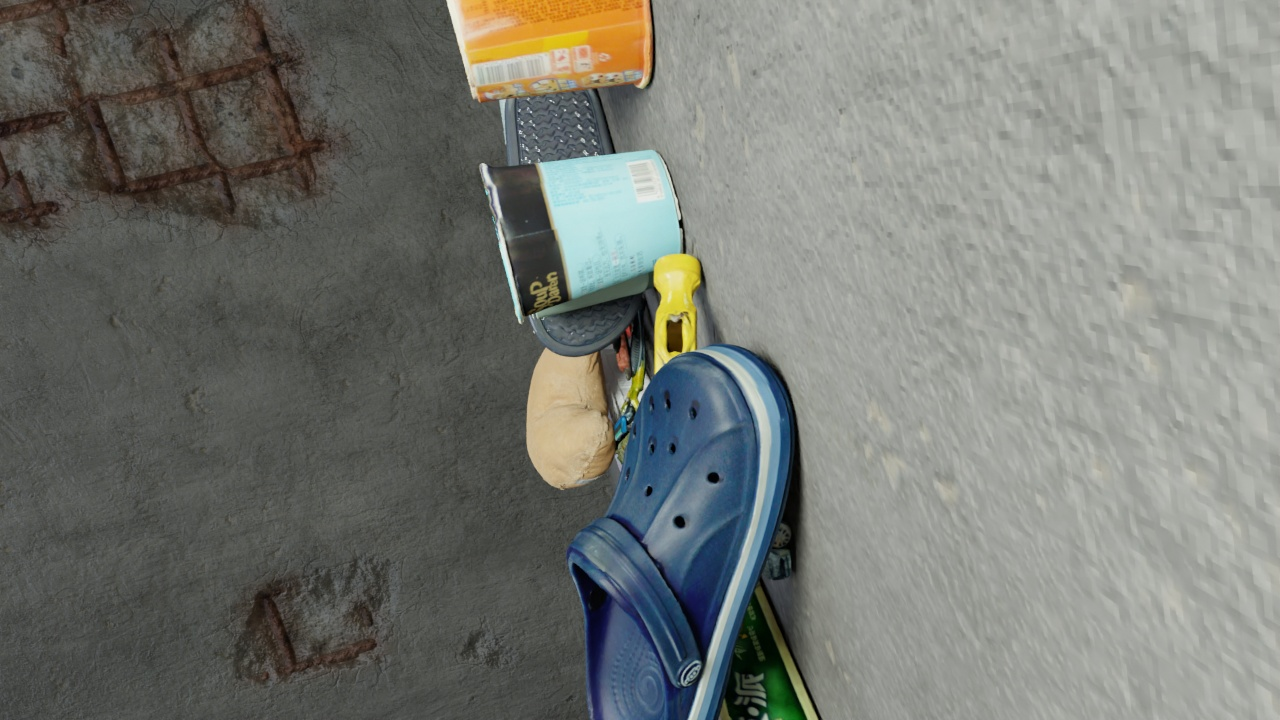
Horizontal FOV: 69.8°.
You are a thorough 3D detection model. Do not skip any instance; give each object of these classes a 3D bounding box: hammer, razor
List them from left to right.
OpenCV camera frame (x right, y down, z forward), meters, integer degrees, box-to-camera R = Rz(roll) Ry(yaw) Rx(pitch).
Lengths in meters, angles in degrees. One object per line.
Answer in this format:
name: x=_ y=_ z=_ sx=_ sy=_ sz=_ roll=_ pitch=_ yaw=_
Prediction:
razor: x=-0.005 y=0.005 z=0.876 sx=0.043 sy=0.022 sz=0.142 roll=126 pitch=151 yaw=-70
hammer: x=0.035 y=0.059 z=0.664 sx=0.301 sy=0.033 sz=0.128 roll=78 pitch=-167 yaw=-60

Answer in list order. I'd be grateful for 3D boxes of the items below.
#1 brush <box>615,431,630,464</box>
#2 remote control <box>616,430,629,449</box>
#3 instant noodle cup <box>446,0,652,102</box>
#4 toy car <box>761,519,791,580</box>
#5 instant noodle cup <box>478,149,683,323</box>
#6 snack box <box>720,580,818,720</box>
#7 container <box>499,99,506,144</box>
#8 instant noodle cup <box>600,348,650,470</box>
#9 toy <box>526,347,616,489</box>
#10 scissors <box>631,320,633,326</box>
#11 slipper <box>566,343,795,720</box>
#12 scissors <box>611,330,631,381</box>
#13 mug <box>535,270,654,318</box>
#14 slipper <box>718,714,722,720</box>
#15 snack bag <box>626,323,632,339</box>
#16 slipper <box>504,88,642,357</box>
brush: x=0.021 y=0.085 z=0.842 sx=0.073 sy=0.063 sz=0.146 roll=45 pitch=168 yaw=6
remote control: x=0.020 y=0.121 z=0.943 sx=0.136 sy=0.024 sz=0.053 roll=47 pitch=148 yaw=23
instant noodle cup: x=-0.065 y=-0.233 z=0.566 sx=0.151 sy=0.111 sz=0.151 roll=163 pitch=91 yaw=-84
toy car: x=0.063 y=0.083 z=0.555 sx=0.049 sy=0.031 sz=0.105 roll=85 pitch=168 yaw=-63
instant noodle cup: x=-0.037 y=-0.091 z=0.624 sx=0.111 sy=0.120 sz=0.111 roll=165 pitch=91 yaw=-83
snack box: x=0.081 y=0.248 z=0.643 sx=0.239 sy=0.063 sz=0.115 roll=-112 pitch=10 yaw=-49
container: x=-0.100 y=-0.278 z=0.916 sx=0.090 sy=0.090 sz=0.111 roll=-123 pitch=23 yaw=-72
instant noodle cup: x=-0.013 y=0.058 z=1.064 sx=0.173 sy=0.060 sz=0.138 roll=-120 pitch=16 yaw=-63
toy: x=-0.073 y=0.023 z=0.963 sx=0.144 sy=0.082 sz=0.225 roll=-36 pitch=50 yaw=46
scissors: x=-0.014 y=-0.073 z=0.927 sx=0.125 sy=0.021 sz=0.235 roll=-128 pitch=24 yaw=-74
slipper: x=0.003 y=0.109 z=0.488 sx=0.105 sy=0.095 sz=0.253 roll=29 pitch=115 yaw=47
scissors: x=-0.038 y=-0.089 z=0.941 sx=0.213 sy=0.015 sz=0.197 roll=-95 pitch=-9 yaw=-58
mug: x=-0.040 y=-0.081 z=0.719 sx=0.111 sy=0.106 sz=0.082 roll=-114 pitch=11 yaw=-68
slipper: x=0.019 y=0.254 z=0.652 sx=0.275 sy=0.054 sz=0.114 roll=98 pitch=157 yaw=-70
snack bag: x=-0.027 y=-0.076 z=1.018 sx=0.048 sy=0.026 sz=0.104 roll=42 pitch=149 yaw=57
slipper: x=-0.064 y=-0.132 z=0.838 sx=0.083 sy=0.110 sz=0.268 roll=124 pitch=137 yaw=-77
